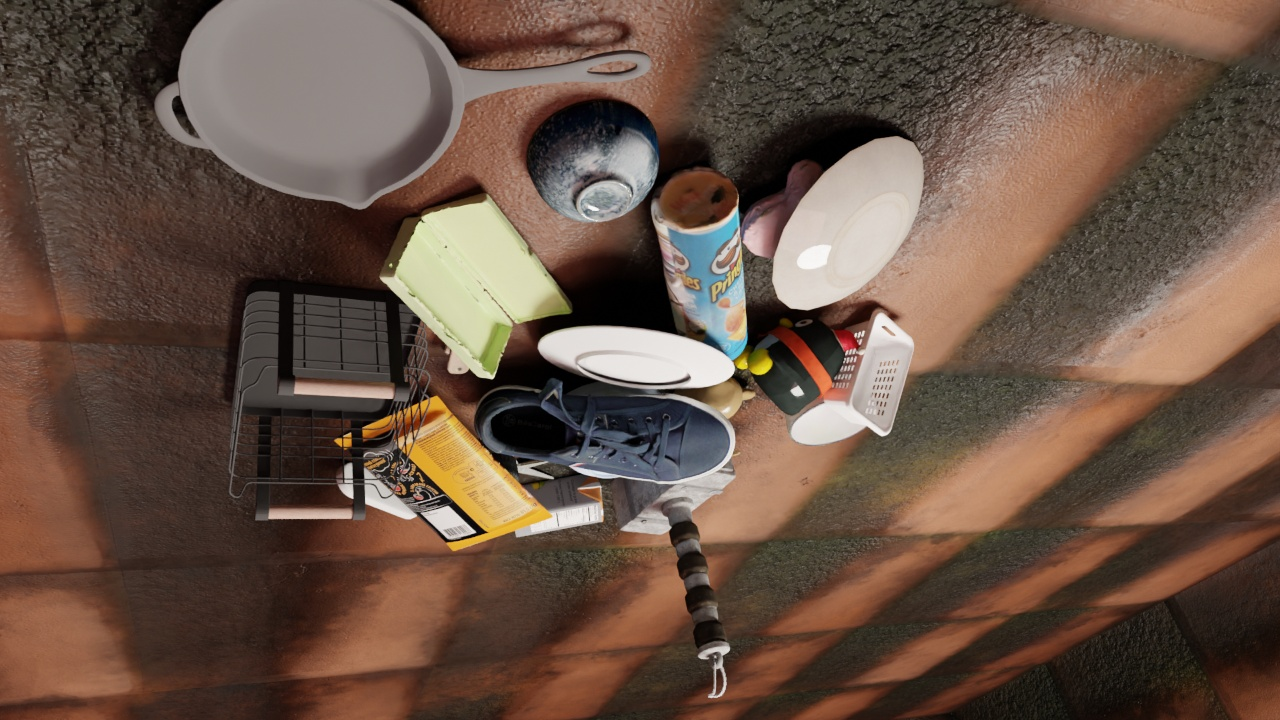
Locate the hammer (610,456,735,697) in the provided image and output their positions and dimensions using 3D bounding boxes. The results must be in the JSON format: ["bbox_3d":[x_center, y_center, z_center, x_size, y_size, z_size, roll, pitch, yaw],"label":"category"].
[{"bbox_3d":[0.064,0.251,1.151,0.079,0.325,0.177,13,138,-34],"label":"hammer"}]

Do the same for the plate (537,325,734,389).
[{"bbox_3d":[-0.006,0.006,0.971,0.208,0.015,0.209,7,163,2],"label":"plate"}]

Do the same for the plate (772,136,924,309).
[{"bbox_3d":[0.206,-0.120,0.869,0.188,0.027,0.189,-26,142,-23],"label":"plate"}]

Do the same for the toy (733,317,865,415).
[{"bbox_3d":[0.182,-0.003,1.041,0.119,0.099,0.097,-39,-170,-4],"label":"toy"}]

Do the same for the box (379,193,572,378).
[{"bbox_3d":[-0.154,-0.071,0.861,0.130,0.064,0.188,-39,145,-1],"label":"box"}]

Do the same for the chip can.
[{"bbox_3d":[0.062,-0.084,0.894,0.080,0.079,0.230,-14,147,0],"label":"chip can"}]

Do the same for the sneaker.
[{"bbox_3d":[-0.037,0.078,0.996,0.294,0.121,0.127,6,-174,-5],"label":"sneaker"}]

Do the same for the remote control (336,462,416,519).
[{"bbox_3d":[-0.323,0.163,1.139,0.013,0.043,0.136,-27,144,19],"label":"remote control"}]

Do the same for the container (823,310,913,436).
[{"bbox_3d":[0.263,0.016,1.067,0.080,0.129,0.050,33,158,-31],"label":"container"}]

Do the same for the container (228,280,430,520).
[{"bbox_3d":[-0.307,0.044,0.895,0.162,0.130,0.242,4,142,-25],"label":"container"}]

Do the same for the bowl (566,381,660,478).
[{"bbox_3d":[-0.038,0.095,1.116,0.150,0.074,0.151,-9,147,-6],"label":"bowl"}]

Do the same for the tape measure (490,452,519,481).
[{"bbox_3d":[-0.182,0.144,1.138,0.067,0.038,0.063,19,134,-41],"label":"tape measure"}]

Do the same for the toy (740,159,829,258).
[{"bbox_3d":[0.150,-0.140,0.866,0.108,0.053,0.105,6,132,-34],"label":"toy"}]

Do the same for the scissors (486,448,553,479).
[{"bbox_3d":[-0.197,0.133,1.167,0.199,0.015,0.179,-17,146,3],"label":"scissors"}]

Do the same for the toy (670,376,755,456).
[{"bbox_3d":[0.079,0.063,1.092,0.106,0.108,0.134,-1,155,32],"label":"toy"}]

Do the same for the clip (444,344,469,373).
[{"bbox_3d":[-0.186,-0.010,0.942,0.024,0.041,0.061,-2,150,-20],"label":"clip"}]

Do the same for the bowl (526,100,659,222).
[{"bbox_3d":[-0.034,-0.154,0.770,0.114,0.060,0.114,-10,146,-7],"label":"bowl"}]

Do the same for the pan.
[{"bbox_3d":[-0.168,-0.205,0.678,0.354,0.024,0.217,-9,146,-7],"label":"pan"}]

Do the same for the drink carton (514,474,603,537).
[{"bbox_3d":[-0.115,0.198,1.260,0.125,0.048,0.076,-9,146,-7],"label":"drink carton"}]

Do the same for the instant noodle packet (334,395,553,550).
[{"bbox_3d":[-0.230,0.141,1.085,0.160,0.032,0.221,-22,123,25],"label":"instant noodle packet"}]

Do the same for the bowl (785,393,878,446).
[{"bbox_3d":[0.234,0.052,1.157,0.116,0.065,0.116,-9,146,-7],"label":"bowl"}]
